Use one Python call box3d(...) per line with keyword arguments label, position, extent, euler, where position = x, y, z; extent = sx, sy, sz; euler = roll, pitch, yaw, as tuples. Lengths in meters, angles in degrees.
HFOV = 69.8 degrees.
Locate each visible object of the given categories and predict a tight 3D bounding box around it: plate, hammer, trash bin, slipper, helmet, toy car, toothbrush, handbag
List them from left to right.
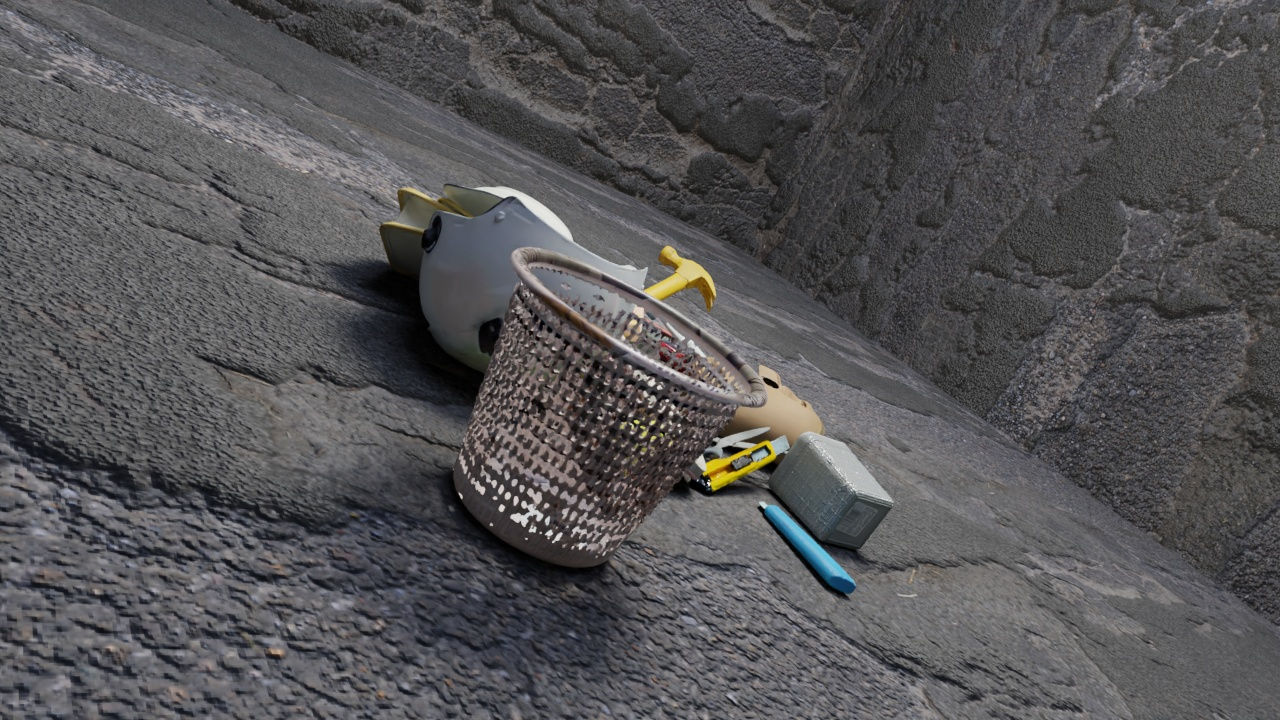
box3d(label="handbag", position=(-0.211, -0.133, 1.096), extent=(0.178, 0.063, 0.163), euler=(18, -15, -5))
box3d(label="helmet", position=(-0.129, -0.050, 0.965), extent=(0.259, 0.145, 0.229), euler=(-5, -24, 46))
box3d(label="plate", position=(-0.133, -0.150, 1.048), extent=(0.164, 0.034, 0.164), euler=(22, -18, 29))
box3d(label="trash bin", position=(-0.042, 0.047, 0.732), extent=(0.227, 0.192, 0.227), euler=(28, 14, -8))
box3d(label="slipper", position=(-0.001, 0.045, 1.062), extent=(0.114, 0.054, 0.274), euler=(50, 5, -41))
box3d(label="hammer", position=(0.001, -0.086, 1.351), extent=(0.129, 0.033, 0.299), euler=(38, 42, 21))
box3d(label="toy car", position=(0.048, 0.007, 1.293), extent=(0.053, 0.045, 0.120), euler=(34, -11, 20))
box3d(label="toothbrush", position=(0.080, -0.004, 1.337), extent=(0.221, 0.026, 0.026), euler=(48, 1, -22))
box3d(label="handbag", position=(0.157, 0.068, 1.251), extent=(0.204, 0.100, 0.147), euler=(25, 19, -12))

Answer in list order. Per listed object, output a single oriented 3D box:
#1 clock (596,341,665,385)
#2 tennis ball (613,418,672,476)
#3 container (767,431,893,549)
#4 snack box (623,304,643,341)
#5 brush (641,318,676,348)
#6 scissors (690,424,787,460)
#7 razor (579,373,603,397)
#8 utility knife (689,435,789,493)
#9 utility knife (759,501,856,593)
box3d(label="clock", position=(-0.007, 0.007, 1.223), extent=(0.122, 0.055, 0.082), euler=(30, 13, 13))
box3d(label="tennis ball", position=(0.001, 0.091, 0.930), extent=(0.065, 0.065, 0.065), euler=(28, 14, -8))
box3d(label="container", position=(0.232, 0.161, 1.112), extent=(0.090, 0.090, 0.114), euler=(19, 21, -36))
box3d(label="snack box", position=(-0.076, -0.054, 1.212), extent=(0.157, 0.026, 0.084), euler=(3, 21, 2))
box3d(label="brush", position=(-0.017, -0.045, 1.373), extent=(0.146, 0.063, 0.069), euler=(31, 27, 10))
box3d(label="scissors", position=(0.100, 0.100, 1.119), extent=(0.159, 0.014, 0.178), euler=(26, 27, 14))
box3d(label="razor", position=(-0.098, 0.007, 1.110), extent=(0.132, 0.028, 0.043), euler=(31, 18, 11))
box3d(label="utility knife", position=(0.123, 0.116, 1.075), extent=(0.191, 0.015, 0.033), euler=(-17, 64, -46))
box3d(label="utility knife", position=(0.176, 0.199, 1.009), extent=(0.034, 0.018, 0.162), euler=(23, 13, -36))
